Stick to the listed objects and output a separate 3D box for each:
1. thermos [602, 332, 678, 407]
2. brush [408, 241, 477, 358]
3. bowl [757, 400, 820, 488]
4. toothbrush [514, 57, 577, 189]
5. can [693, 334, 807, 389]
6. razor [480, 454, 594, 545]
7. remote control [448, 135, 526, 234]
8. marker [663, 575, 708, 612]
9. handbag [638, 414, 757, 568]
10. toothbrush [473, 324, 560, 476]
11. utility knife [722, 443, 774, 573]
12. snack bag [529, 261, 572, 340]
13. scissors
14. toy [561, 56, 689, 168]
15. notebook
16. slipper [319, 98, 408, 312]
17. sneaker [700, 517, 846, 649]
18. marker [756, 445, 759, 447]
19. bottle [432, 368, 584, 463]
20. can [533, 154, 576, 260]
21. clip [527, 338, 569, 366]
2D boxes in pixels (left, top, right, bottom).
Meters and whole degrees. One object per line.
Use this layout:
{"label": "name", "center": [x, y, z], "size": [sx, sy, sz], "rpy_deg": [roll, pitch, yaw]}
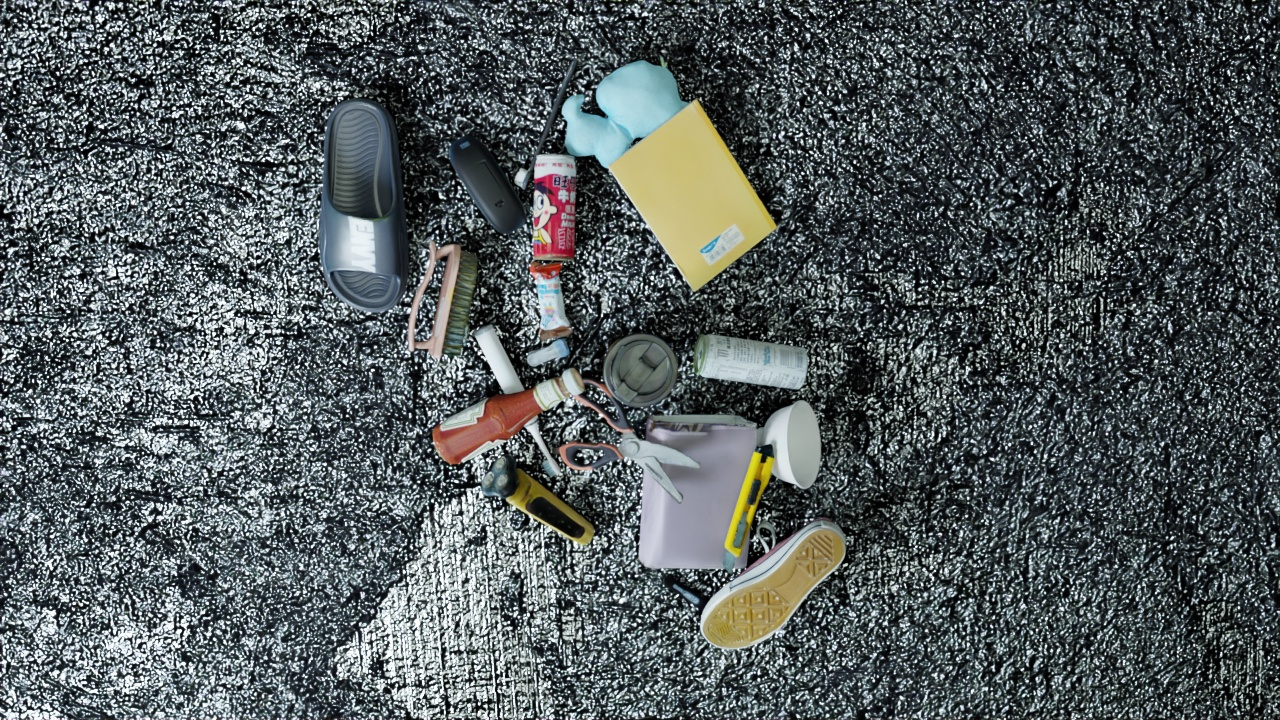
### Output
{"label": "thermos", "center": [-0.007, 0.007, 1.173], "size": [0.093, 0.143, 0.093], "rpy_deg": [-1, 96, -8]}
{"label": "brush", "center": [-0.252, -0.077, 1.172], "size": [0.073, 0.063, 0.145], "rpy_deg": [10, 95, -19]}
{"label": "bowl", "center": [0.193, 0.115, 1.245], "size": [0.065, 0.118, 0.118], "rpy_deg": [-5, 99, 33]}
{"label": "toothbrush", "center": [-0.121, -0.308, 1.187], "size": [0.018, 0.015, 0.181], "rpy_deg": [25, 94, -1]}
{"label": "can", "center": [0.148, 0.001, 1.236], "size": [0.146, 0.058, 0.058], "rpy_deg": [8, 95, -8]}
{"label": "razor", "center": [-0.133, 0.193, 1.222], "size": [0.167, 0.067, 0.062], "rpy_deg": [37, 91, -16]}
{"label": "remote control", "center": [-0.197, -0.226, 1.182], "size": [0.053, 0.024, 0.136], "rpy_deg": [-34, 100, -3]}
{"label": "marker", "center": [0.082, 0.339, 1.288], "size": [0.124, 0.015, 0.018], "rpy_deg": [36, 86, -8]}
{"label": "handbag", "center": [0.072, 0.173, 1.224], "size": [0.144, 0.098, 0.197], "rpy_deg": [2, 95, -20]}
{"label": "toothbrush", "center": [-0.160, 0.056, 1.219], "size": [0.026, 0.026, 0.221], "rpy_deg": [-23, 100, 18]}
{"label": "utility knife", "center": [0.140, 0.192, 1.188], "size": [0.033, 0.015, 0.177], "rpy_deg": [18, 89, -22]}
{"label": "snack bag", "center": [-0.118, -0.080, 1.208], "size": [0.045, 0.026, 0.105], "rpy_deg": [-9, 100, -10]}
{"label": "scissors", "center": [-0.027, 0.106, 1.193], "size": [0.225, 0.015, 0.189], "rpy_deg": [-17, 79, 27]}
{"label": "toy", "center": [-0.016, -0.321, 1.179], "size": [0.161, 0.050, 0.156], "rpy_deg": [17, 104, -20]}
{"label": "notebook", "center": [0.071, -0.214, 1.205], "size": [0.146, 0.010, 0.206], "rpy_deg": [-38, 111, -2]}
{"label": "slipper", "center": [-0.351, -0.193, 1.138], "size": [0.110, 0.083, 0.268], "rpy_deg": [-1, 95, -6]}
{"label": "sneaker", "center": [0.182, 0.300, 1.261], "size": [0.118, 0.087, 0.241], "rpy_deg": [45, 102, -4]}
{"label": "marker", "center": [0.150, 0.167, 1.252], "size": [0.015, 0.018, 0.124], "rpy_deg": [-3, 122, -14]}
{"label": "bottle", "center": [-0.168, 0.068, 1.180], "size": [0.206, 0.059, 0.060], "rpy_deg": [-26, 99, 11]}
{"label": "can", "center": [-0.111, -0.196, 1.182], "size": [0.053, 0.053, 0.133], "rpy_deg": [1, 96, -8]}
{"label": "clip", "center": [-0.124, -0.010, 1.219], "size": [0.058, 0.044, 0.027], "rpy_deg": [-19, 101, 4]}
